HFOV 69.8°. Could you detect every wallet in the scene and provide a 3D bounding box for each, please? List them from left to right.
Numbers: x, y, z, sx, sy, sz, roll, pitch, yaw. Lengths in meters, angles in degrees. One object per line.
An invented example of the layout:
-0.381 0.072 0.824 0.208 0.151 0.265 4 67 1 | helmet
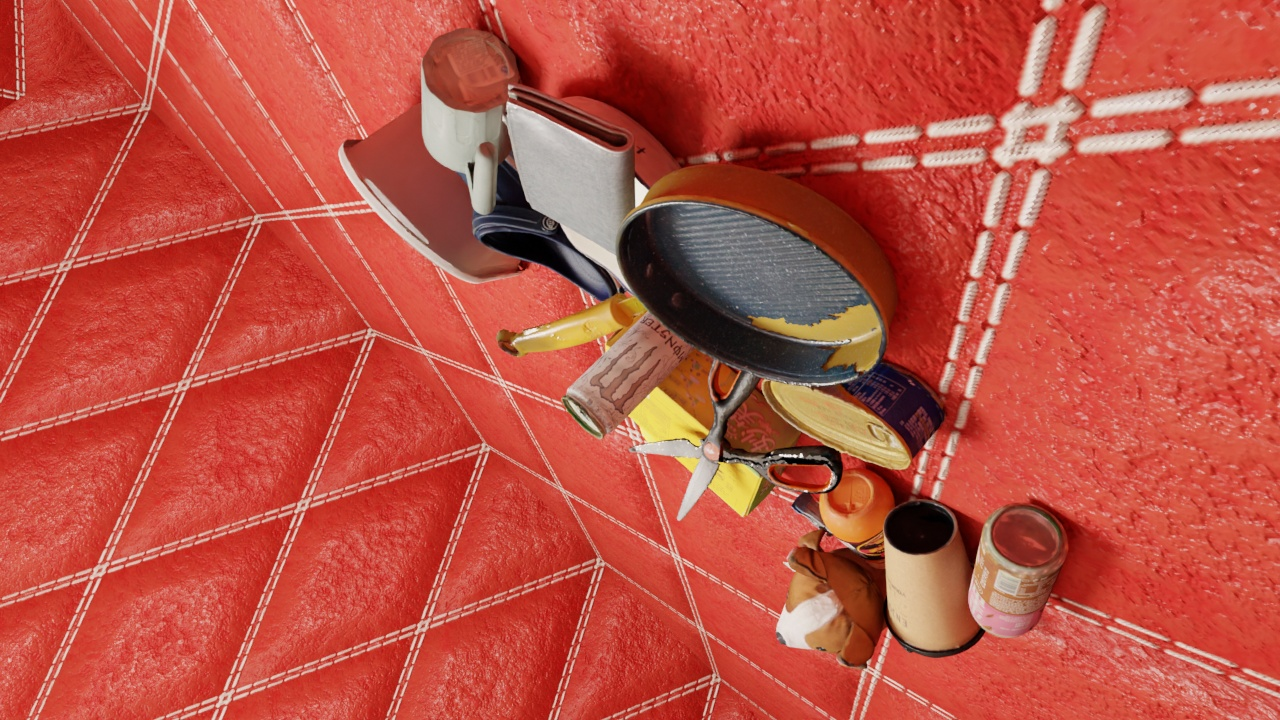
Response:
-0.048 -0.141 0.672 0.106 0.037 0.130 30 159 14 | wallet

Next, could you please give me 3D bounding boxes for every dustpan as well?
-0.239 -0.167 1.033 0.222 0.142 0.258 47 162 -4 | dustpan

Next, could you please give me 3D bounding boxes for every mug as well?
-0.142 -0.202 0.784 0.103 0.083 0.124 126 132 -71 | mug

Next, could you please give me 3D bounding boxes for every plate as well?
-0.018 -0.132 0.758 0.205 0.045 0.205 41 162 16 | plate

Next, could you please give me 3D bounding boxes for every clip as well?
0.193 0.169 1.000 0.058 0.025 0.036 43 155 7 | clip

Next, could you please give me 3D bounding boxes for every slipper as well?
-0.118 -0.140 0.898 0.253 0.095 0.105 42 161 -2 | slipper

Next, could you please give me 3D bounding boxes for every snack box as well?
0.060 0.056 0.967 0.210 0.070 0.158 40 162 16 | snack box

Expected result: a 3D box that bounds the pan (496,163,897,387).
0.016 -0.040 0.682 0.358 0.078 0.197 0 143 47 | pan

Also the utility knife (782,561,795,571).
0.233 0.268 1.143 0.034 0.018 0.223 46 162 -9 | utility knife

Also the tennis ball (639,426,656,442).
0.032 0.073 1.083 0.065 0.065 0.065 41 163 15 | tennis ball

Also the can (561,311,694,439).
-0.005 0.005 0.870 0.058 0.146 0.058 41 163 15 | can

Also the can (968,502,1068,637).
0.288 0.165 0.708 0.058 0.057 0.147 35 160 31 | can

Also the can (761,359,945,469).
0.162 0.032 0.710 0.148 0.049 0.074 22 152 53 | can

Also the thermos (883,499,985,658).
0.255 0.193 0.811 0.093 0.093 0.143 27 149 46 | thermos

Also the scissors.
0.084 0.077 0.850 0.233 0.021 0.221 19 119 28 | scissors

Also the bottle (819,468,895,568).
0.216 0.158 0.864 0.067 0.066 0.149 30 165 41 | bottle

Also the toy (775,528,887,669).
0.193 0.242 0.920 0.140 0.130 0.199 55 -172 16 | toy
